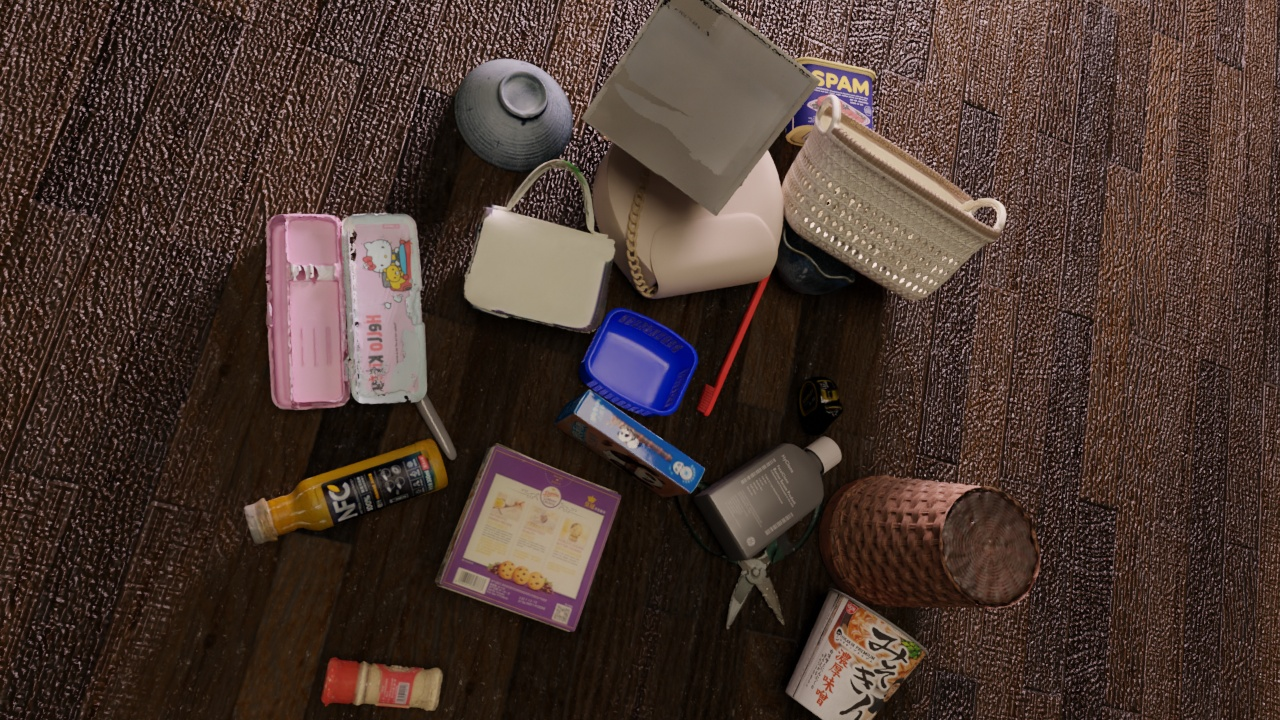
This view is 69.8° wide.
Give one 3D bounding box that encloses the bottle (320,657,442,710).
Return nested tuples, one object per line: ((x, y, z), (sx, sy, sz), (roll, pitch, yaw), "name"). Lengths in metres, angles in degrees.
((-0.247, 0.311, 0.878), (0.109, 0.044, 0.044), (11, 76, -17), "bottle")

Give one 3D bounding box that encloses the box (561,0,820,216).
((0.034, -0.266, 1.036), (0.167, 0.422, 0.173), (35, 89, -10), "box")

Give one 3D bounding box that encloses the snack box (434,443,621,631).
((-0.111, 0.178, 0.921), (0.143, 0.041, 0.147), (24, 73, -13), "snack box")

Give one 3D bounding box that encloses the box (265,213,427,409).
((-0.299, -0.051, 0.934), (0.152, 0.038, 0.201), (-2, 80, -19), "box")

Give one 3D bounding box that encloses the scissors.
((0.115, 0.194, 1.038), (0.202, 0.015, 0.201), (35, 69, -11), "scissors")

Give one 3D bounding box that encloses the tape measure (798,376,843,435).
((0.211, 0.050, 1.072), (0.034, 0.062, 0.061), (1, 61, -17), "tape measure")

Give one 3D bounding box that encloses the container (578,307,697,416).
((-0.006, 0.006, 1.009), (0.114, 0.058, 0.096), (29, 72, -11), "container")

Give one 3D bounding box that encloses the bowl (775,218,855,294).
((0.198, -0.116, 1.095), (0.110, 0.055, 0.110), (25, 33, -18), "bowl")

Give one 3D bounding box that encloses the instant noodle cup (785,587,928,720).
((0.227, 0.335, 0.999), (0.123, 0.124, 0.121), (37, 79, -9), "instant noodle cup")

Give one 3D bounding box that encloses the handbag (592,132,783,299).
((0.058, -0.183, 1.043), (0.210, 0.103, 0.208), (-11, 83, -20), "handbag")

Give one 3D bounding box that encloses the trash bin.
((0.311, 0.194, 0.998), (0.151, 0.210, 0.151), (4, 78, -18), "trash bin")

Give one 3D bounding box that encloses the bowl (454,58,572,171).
((-0.135, -0.285, 1.023), (0.137, 0.057, 0.137), (4, 79, -18), "bowl")

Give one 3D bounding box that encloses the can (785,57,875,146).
((0.238, -0.319, 1.156), (0.116, 0.057, 0.092), (5, 79, -18), "can")

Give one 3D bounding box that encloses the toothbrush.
((0.112, -0.031, 1.081), (0.018, 0.012, 0.212), (29, 72, -11), "toothbrush")

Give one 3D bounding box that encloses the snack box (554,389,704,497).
((-0.013, 0.091, 0.975), (0.151, 0.087, 0.034), (35, 70, -9), "snack box")

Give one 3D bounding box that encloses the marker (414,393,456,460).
((-0.225, 0.041, 0.954), (0.022, 0.016, 0.138), (-30, 91, -44), "marker")

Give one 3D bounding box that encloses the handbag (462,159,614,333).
((-0.102, -0.127, 0.985), (0.151, 0.074, 0.176), (12, 95, -14), "handbag")

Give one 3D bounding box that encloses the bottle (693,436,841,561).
((0.153, 0.143, 1.030), (0.173, 0.046, 0.083), (-31, 89, -23), "bottle")

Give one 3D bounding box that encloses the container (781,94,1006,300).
((0.283, -0.185, 1.074), (0.246, 0.184, 0.143), (28, 117, -12), "container")

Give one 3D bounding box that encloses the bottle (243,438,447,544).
((-0.285, 0.129, 0.894), (0.185, 0.053, 0.053), (-18, 85, -21), "bottle")
